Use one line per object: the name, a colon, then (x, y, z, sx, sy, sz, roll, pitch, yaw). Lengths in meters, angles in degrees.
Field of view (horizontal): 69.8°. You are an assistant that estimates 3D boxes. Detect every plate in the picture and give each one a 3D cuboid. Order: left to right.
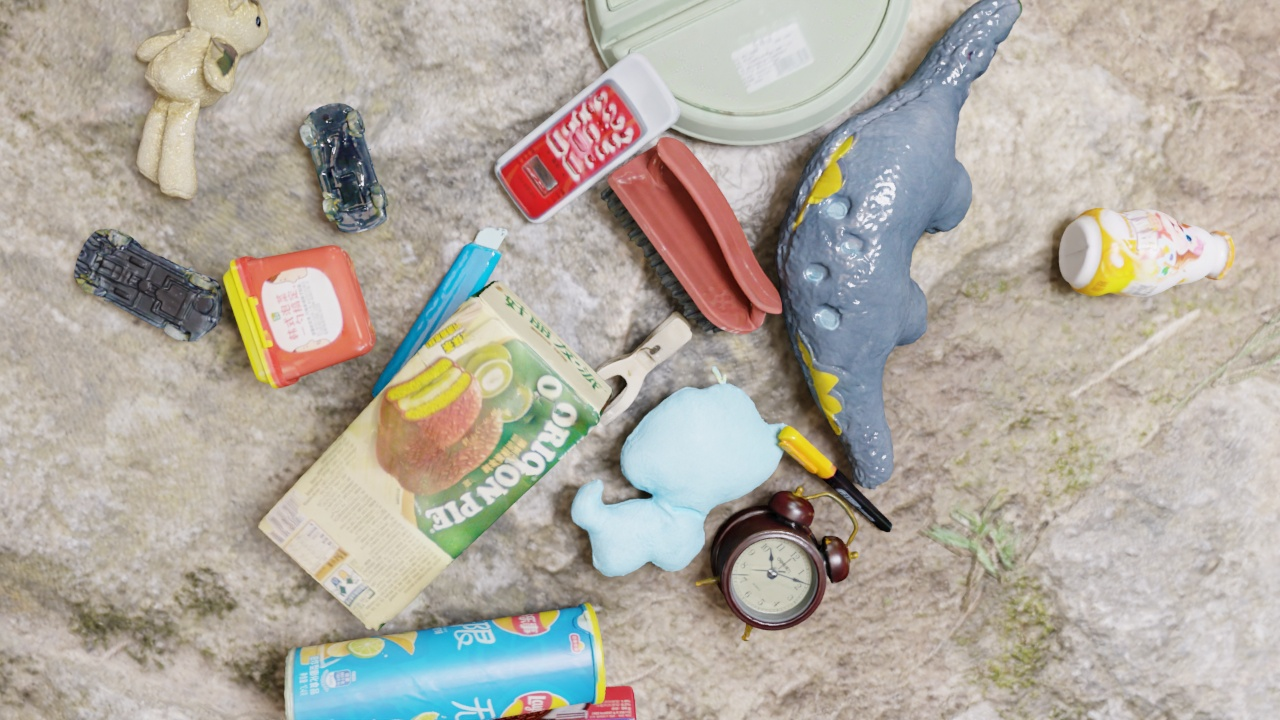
plate: (0.074, -0.265, 0.631, 0.230, 0.027, 0.230, 0, 92, 4)

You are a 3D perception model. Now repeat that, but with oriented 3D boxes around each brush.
brush: (0.041, -0.081, 0.634, 0.063, 0.069, 0.146, -39, 98, -35)

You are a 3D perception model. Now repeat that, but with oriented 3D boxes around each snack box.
snack box: (-0.231, -0.033, 0.633, 0.080, 0.082, 0.091, -17, 97, -10)
snack box: (-0.140, 0.067, 0.625, 0.114, 0.063, 0.240, 44, 107, -6)
snack box: (-0.106, 0.282, 0.678, 0.207, 0.058, 0.057, -2, 96, -2)

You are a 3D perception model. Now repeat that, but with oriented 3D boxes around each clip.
clip: (-0.004, 0.003, 0.664, 0.100, 0.070, 0.034, -43, 94, 9)

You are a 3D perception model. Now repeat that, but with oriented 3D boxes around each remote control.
remote control: (-0.039, -0.152, 0.636, 0.136, 0.020, 0.056, -33, 95, 20)

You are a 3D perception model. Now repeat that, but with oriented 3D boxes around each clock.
clock: (0.104, 0.144, 0.672, 0.122, 0.055, 0.082, -40, 95, 5)

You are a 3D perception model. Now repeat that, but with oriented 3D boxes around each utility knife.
utility knife: (-0.144, -0.029, 0.666, 0.034, 0.018, 0.161, 32, 92, -8)

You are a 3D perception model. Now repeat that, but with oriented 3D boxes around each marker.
marker: (0.144, 0.090, 0.673, 0.124, 0.018, 0.015, 41, 67, -21)

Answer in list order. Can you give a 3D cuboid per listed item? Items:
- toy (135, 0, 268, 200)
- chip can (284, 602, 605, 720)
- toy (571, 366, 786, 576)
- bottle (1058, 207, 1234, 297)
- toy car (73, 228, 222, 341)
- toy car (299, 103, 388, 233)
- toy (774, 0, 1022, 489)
toy: (-0.302, -0.187, 0.628, 0.105, 0.066, 0.157, 30, 100, 38)
chip can: (-0.134, 0.221, 0.643, 0.210, 0.071, 0.071, -5, 96, -14)
toy: (0.031, 0.082, 0.664, 0.161, 0.050, 0.156, 0, 106, -14)
bottle: (0.361, -0.076, 0.655, 0.108, 0.063, 0.063, 1, 96, -2)
toy car: (-0.345, -0.053, 0.649, 0.105, 0.031, 0.049, 29, 95, -3)
toy car: (-0.206, -0.134, 0.645, 0.043, 0.034, 0.090, -17, 94, 2)
toy: (0.165, -0.089, 0.635, 0.137, 0.091, 0.356, 14, 97, -16)
